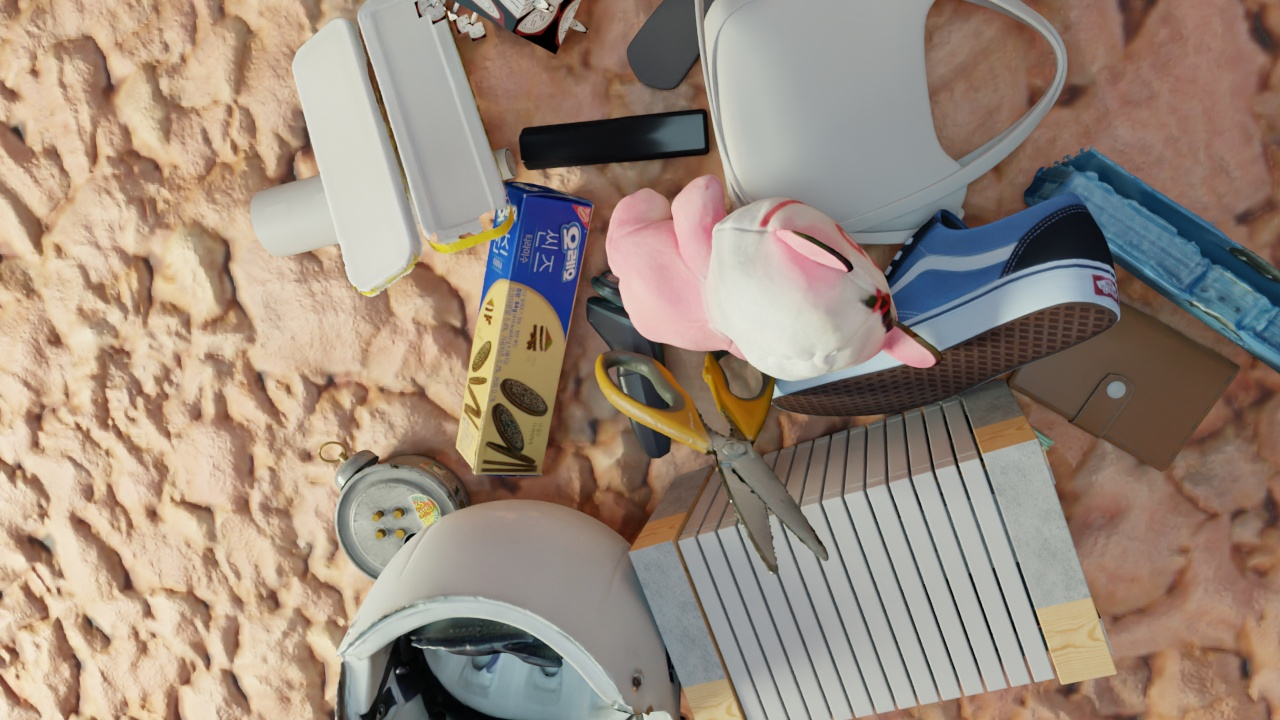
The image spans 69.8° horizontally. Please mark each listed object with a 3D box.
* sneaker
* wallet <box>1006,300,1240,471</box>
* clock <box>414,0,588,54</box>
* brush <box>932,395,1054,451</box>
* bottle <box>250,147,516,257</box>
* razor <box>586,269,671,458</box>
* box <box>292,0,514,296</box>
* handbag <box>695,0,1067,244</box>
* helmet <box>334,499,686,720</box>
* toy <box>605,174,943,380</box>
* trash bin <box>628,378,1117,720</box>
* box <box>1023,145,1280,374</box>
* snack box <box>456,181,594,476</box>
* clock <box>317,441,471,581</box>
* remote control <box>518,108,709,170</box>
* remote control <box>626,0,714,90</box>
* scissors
[{"bbox_3d":[0.181,-0.033,0.589,0.242,0.083,0.098,-28,52,47],"label":"sneaker"},{"bbox_3d":[0.325,0.011,0.620,0.121,0.013,0.087,30,105,4],"label":"wallet"},{"bbox_3d":[-0.115,-0.249,0.601,0.155,0.114,0.065,30,105,6],"label":"clock"},{"bbox_3d":[0.187,0.013,0.650,0.217,0.012,0.033,30,106,6],"label":"brush"},{"bbox_3d":[-0.185,-0.122,0.672,0.195,0.052,0.052,-11,99,13],"label":"bottle"},{"bbox_3d":[-0.004,0.004,0.670,0.052,0.047,0.143,-10,103,10],"label":"razor"},{"bbox_3d":[-0.170,-0.157,0.634,0.130,0.038,0.209,-24,73,11],"label":"box"},{"bbox_3d":[0.154,-0.179,0.577,0.223,0.095,0.216,-11,103,7],"label":"handbag"},{"bbox_3d":[-0.079,0.206,0.657,0.237,0.163,0.264,5,130,11],"label":"helmet"},{"bbox_3d":[0.067,-0.042,0.555,0.084,0.213,0.142,-53,126,-18],"label":"toy"},{"bbox_3d":[0.146,0.131,0.604,0.247,0.142,0.142,-19,97,18],"label":"trash bin"},{"bbox_3d":[0.349,-0.051,0.563,0.231,0.093,0.048,35,109,3],"label":"box"},{"bbox_3d":[-0.087,-0.021,0.661,0.057,0.056,0.207,4,105,-29],"label":"snack box"},{"bbox_3d":[-0.194,0.116,0.721,0.148,0.056,0.104,42,105,-2],"label":"clock"},{"bbox_3d":[-0.020,-0.156,0.652,0.136,0.015,0.032,-3,101,12],"label":"remote control"},{"bbox_3d":[0.039,-0.242,0.627,0.046,0.009,0.125,39,106,1],"label":"remote control"},{"bbox_3d":[0.040,0.048,0.569,0.162,0.225,0.016,1,124,-5],"label":"scissors"}]
